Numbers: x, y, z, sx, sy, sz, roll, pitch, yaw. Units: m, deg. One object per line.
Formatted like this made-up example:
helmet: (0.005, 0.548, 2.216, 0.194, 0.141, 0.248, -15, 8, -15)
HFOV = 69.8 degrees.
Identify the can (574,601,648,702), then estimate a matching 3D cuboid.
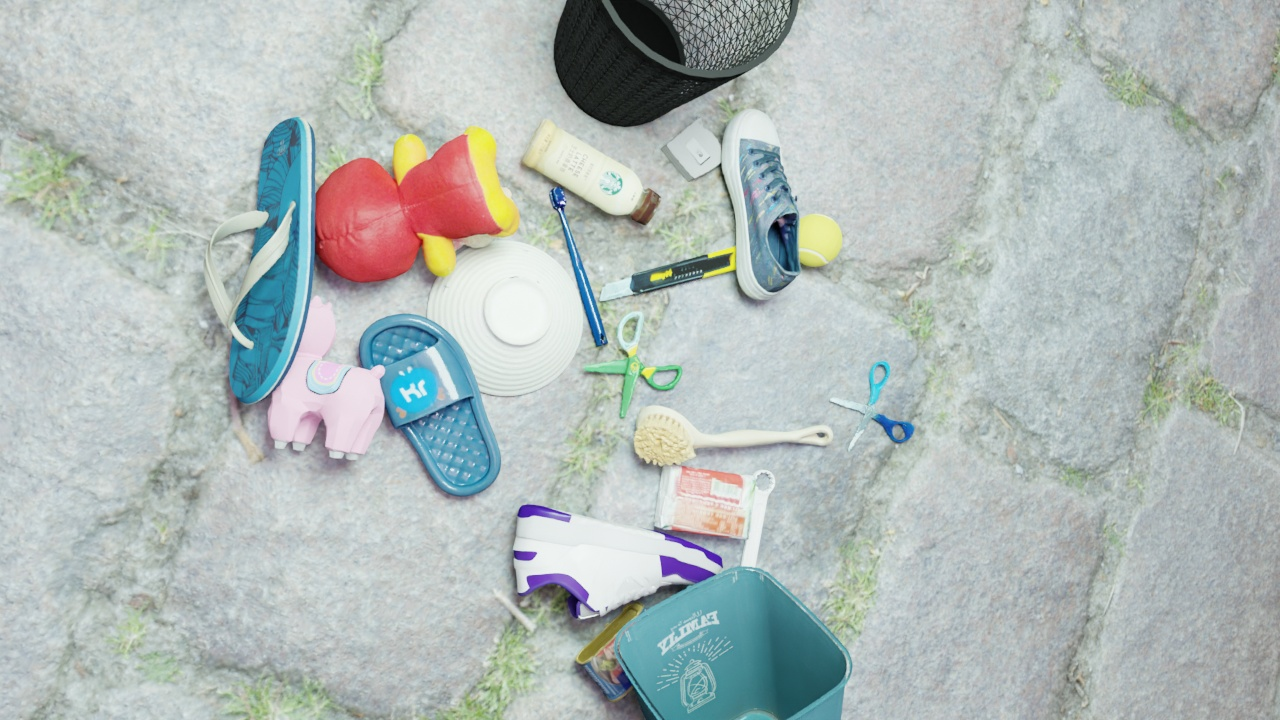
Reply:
can: (-0.018, 0.325, 1.030, 0.099, 0.054, 0.059, -40, 97, -18)

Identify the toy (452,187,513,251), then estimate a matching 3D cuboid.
toy: (-0.188, -0.166, 1.007, 0.112, 0.050, 0.087, -28, 95, -14)

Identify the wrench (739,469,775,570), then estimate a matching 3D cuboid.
wrench: (0.126, 0.267, 1.107, 0.047, 0.009, 0.273, 14, 82, -18)

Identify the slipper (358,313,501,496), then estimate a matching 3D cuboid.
slipper: (-0.215, 0.047, 0.967, 0.104, 0.059, 0.214, -28, 100, -3)

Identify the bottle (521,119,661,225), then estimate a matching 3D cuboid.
bottle: (-0.054, -0.211, 1.050, 0.162, 0.057, 0.056, 28, 78, -16)

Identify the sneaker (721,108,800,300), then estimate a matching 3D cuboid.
sneaker: (0.157, -0.193, 1.099, 0.087, 0.079, 0.235, 1, 81, -33)

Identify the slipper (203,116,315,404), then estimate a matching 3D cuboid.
slipper: (-0.373, -0.105, 0.901, 0.060, 0.118, 0.294, 16, 74, -54)

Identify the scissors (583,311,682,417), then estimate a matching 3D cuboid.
scissors: (-0.007, 0.003, 1.069, 0.125, 0.011, 0.131, 0, 94, -24)

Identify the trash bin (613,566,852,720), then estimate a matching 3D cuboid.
trash bin: (0.104, 0.380, 0.971, 0.196, 0.199, 0.219, -23, 124, -19)

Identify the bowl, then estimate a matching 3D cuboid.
bowl: (-0.139, -0.051, 1.002, 0.177, 0.071, 0.177, 2, 85, -19)

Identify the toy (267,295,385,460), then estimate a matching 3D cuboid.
toy: (-0.319, 0.017, 0.928, 0.123, 0.067, 0.157, 7, 83, 6)

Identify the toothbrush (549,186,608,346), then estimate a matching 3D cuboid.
toothbrush: (-0.070, -0.109, 1.058, 0.016, 0.017, 0.190, -18, 92, -19)

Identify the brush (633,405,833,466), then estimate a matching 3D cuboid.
brush: (0.115, 0.091, 1.092, 0.271, 0.062, 0.077, 3, 48, -24)

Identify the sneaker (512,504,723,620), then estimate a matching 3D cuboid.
sneaker: (-0.027, 0.237, 1.015, 0.244, 0.092, 0.111, 15, 82, -14)

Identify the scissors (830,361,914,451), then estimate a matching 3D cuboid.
scissors: (0.304, 0.066, 1.180, 0.133, 0.014, 0.127, 37, 76, -15)

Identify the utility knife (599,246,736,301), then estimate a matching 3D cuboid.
utility knife: (0.042, -0.103, 1.098, 0.202, 0.020, 0.029, -17, 90, -19)

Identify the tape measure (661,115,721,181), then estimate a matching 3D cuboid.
tape measure: (0.066, -0.255, 1.114, 0.060, 0.020, 0.062, -43, 100, -17)

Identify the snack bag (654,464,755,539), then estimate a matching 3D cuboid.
snack bag: (0.077, 0.167, 1.082, 0.115, 0.036, 0.077, 10, 84, -19)

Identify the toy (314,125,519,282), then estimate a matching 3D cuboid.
toy: (-0.240, -0.155, 0.939, 0.216, 0.099, 0.147, -19, 89, 1)

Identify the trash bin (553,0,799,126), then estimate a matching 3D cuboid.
trash bin: (0.015, -0.367, 0.984, 0.216, 0.244, 0.217, 1, 86, -19)

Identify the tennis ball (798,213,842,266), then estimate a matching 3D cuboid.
tennis ball: (0.216, -0.149, 1.136, 0.065, 0.065, 0.065, 1, 86, -19)
